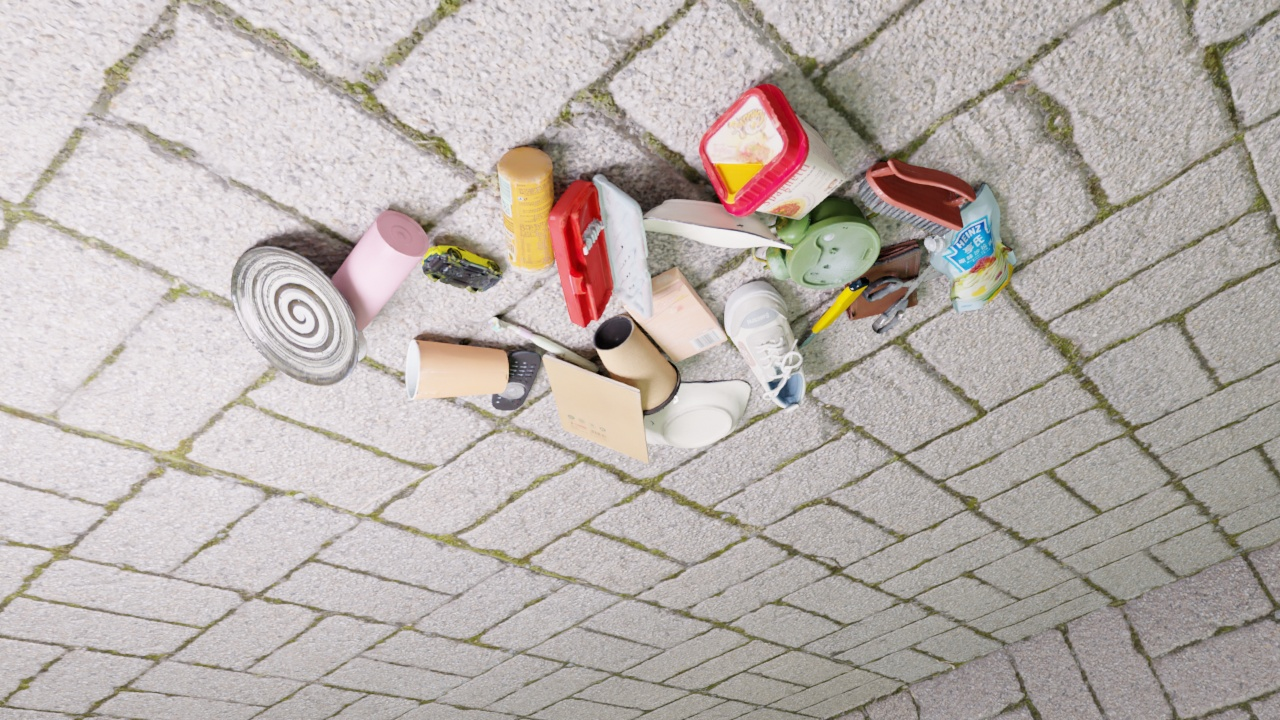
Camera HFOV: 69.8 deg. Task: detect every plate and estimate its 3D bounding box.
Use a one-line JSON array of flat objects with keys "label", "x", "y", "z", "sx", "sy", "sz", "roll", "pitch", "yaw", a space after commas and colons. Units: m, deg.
[{"label": "plate", "x": -0.392, "y": -0.052, "z": 1.052, "sx": 0.179, "sy": 0.024, "sz": 0.180, "roll": 12, "pitch": 124, "yaw": 18}, {"label": "plate", "x": 0.078, "y": -0.156, "z": 1.046, "sx": 0.163, "sy": 0.034, "sz": 0.164, "roll": 8, "pitch": -177, "yaw": -25}, {"label": "plate", "x": 0.086, "y": 0.093, "z": 1.429, "sx": 0.163, "sy": 0.034, "sz": 0.165, "roll": -3, "pitch": 141, "yaw": -12}]

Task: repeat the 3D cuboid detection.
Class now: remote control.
[{"label": "remote control", "x": -0.174, "y": 0.024, "z": 1.274, "sx": 0.053, "sy": 0.024, "sz": 0.137, "roll": 4, "pitch": 141, "yaw": -23}]

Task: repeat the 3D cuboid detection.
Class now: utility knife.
[{"label": "utility knife", "x": 0.256, "y": -0.060, "z": 1.251, "sx": 0.033, "sy": 0.015, "sz": 0.224, "roll": -21, "pitch": 164, "yaw": -20}]

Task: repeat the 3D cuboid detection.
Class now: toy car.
[{"label": "toy car", "x": -0.210, "y": -0.110, "z": 1.084, "sx": 0.048, "sy": 0.032, "sz": 0.105, "roll": -36, "pitch": 148, "yaw": 28}]

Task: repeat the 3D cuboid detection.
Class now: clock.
[{"label": "clock", "x": 0.216, "y": -0.145, "z": 1.135, "sx": 0.161, "sy": 0.056, "sz": 0.116, "roll": -4, "pitch": 142, "yaw": -11}]

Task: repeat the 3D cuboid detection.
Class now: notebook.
[{"label": "notebook", "x": -0.059, "y": 0.073, "z": 1.302, "sx": 0.148, "sy": 0.008, "sz": 0.208, "roll": 20, "pitch": 151, "yaw": 17}]

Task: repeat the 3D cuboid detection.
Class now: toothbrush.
[{"label": "toothbrush", "x": -0.125, "y": -0.018, "z": 1.239, "sx": 0.189, "sy": 0.029, "sz": 0.020, "roll": 26, "pitch": 88, "yaw": -41}]

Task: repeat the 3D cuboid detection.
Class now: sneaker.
[{"label": "sneaker", "x": 0.179, "y": -0.009, "z": 1.275, "sx": 0.089, "sy": 0.090, "sz": 0.242, "roll": -20, "pitch": 142, "yaw": 9}]

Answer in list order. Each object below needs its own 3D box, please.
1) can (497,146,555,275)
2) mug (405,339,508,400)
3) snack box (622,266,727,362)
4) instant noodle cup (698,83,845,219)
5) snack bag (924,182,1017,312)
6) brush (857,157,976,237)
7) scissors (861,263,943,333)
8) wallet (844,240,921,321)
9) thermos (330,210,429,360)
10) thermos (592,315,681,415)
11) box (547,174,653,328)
[{"label": "can", "x": -0.124, "y": -0.163, "z": 1.016, "sx": 0.058, "sy": 0.058, "sz": 0.146, "roll": -6, "pitch": 143, "yaw": -8}, {"label": "mug", "x": -0.240, "y": 0.013, "z": 1.206, "sx": 0.122, "sy": 0.078, "sz": 0.078, "roll": 1, "pitch": 141, "yaw": -26}, {"label": "snack box", "x": 0.047, "y": -0.058, "z": 1.227, "sx": 0.085, "sy": 0.026, "sz": 0.157, "roll": -24, "pitch": 141, "yaw": 16}, {"label": "instant noodle cup", "x": 0.147, "y": -0.214, "z": 0.989, "sx": 0.124, "sy": 0.116, "sz": 0.117, "roll": 10, "pitch": 139, "yaw": -44}, {"label": "snack bag", "x": 0.436, "y": -0.140, "z": 1.205, "sx": 0.110, "sy": 0.038, "sz": 0.191, "roll": -37, "pitch": 140, "yaw": 10}, {"label": "brush", "x": 0.327, "y": -0.201, "z": 1.089, "sx": 0.145, "sy": 0.063, "sz": 0.069, "roll": 13, "pitch": 148, "yaw": -27}, {"label": "scissors", "x": 0.364, "y": -0.104, "z": 1.225, "sx": 0.159, "sy": 0.014, "sz": 0.182, "roll": 4, "pitch": 128, "yaw": -40}, {"label": "wallet", "x": 0.329, "y": -0.104, "z": 1.243, "sx": 0.101, "sy": 0.032, "sz": 0.125, "roll": -17, "pitch": 144, "yaw": 2}, {"label": "thermos", "x": -0.315, "y": -0.077, "z": 1.056, "sx": 0.199, "sy": 0.087, "sz": 0.067, "roll": -43, "pitch": 171, "yaw": 32}, {"label": "thermos", "x": -0.007, "y": 0.007, "z": 1.252, "sx": 0.093, "sy": 0.093, "sz": 0.143, "roll": -22, "pitch": 134, "yaw": 13}, {"label": "box", "x": -0.033, "y": -0.115, "z": 1.065, "sx": 0.101, "sy": 0.095, "sz": 0.202, "roll": 20, "pitch": 150, "yaw": 19}]
